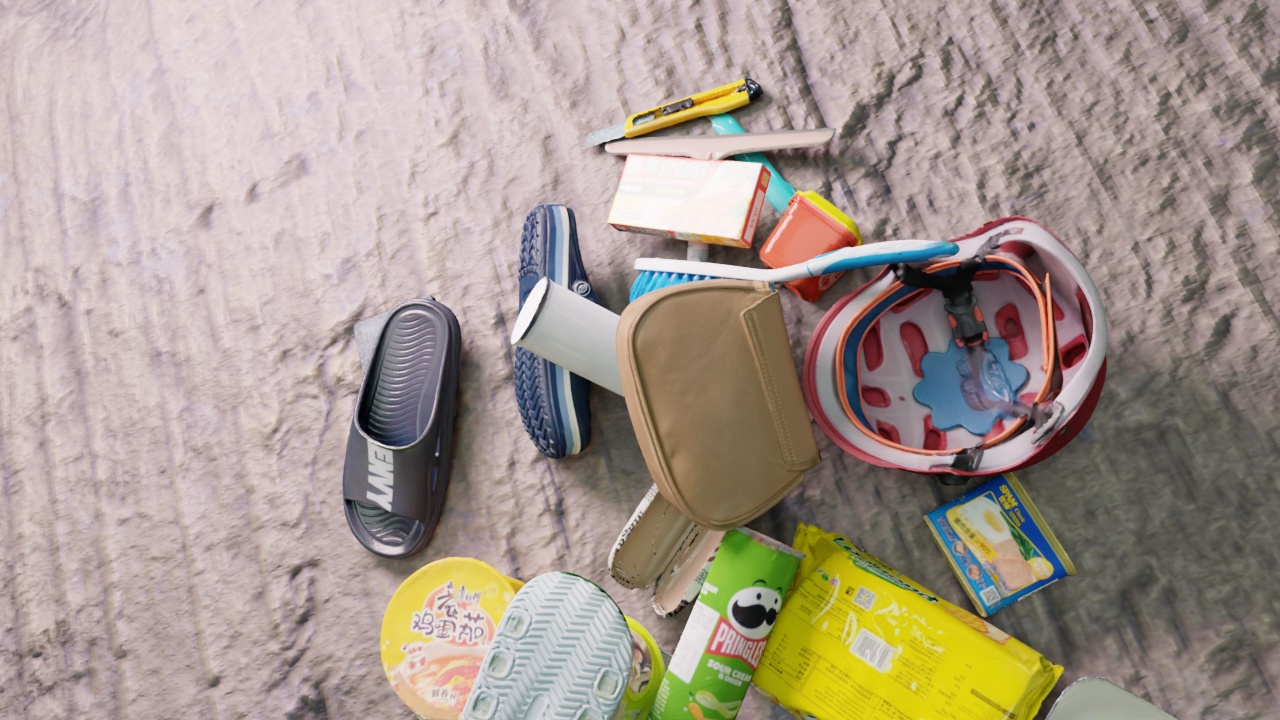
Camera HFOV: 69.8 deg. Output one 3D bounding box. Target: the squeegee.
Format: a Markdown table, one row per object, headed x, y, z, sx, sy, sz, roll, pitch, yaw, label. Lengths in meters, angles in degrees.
| x | y | z | sx | sy | sz | roll | pitch | yaw | label |
| --- | --- | --- | --- | --- | --- | --- | --- | --- | --- |
| 0.061 | -0.119 | 0.920 | 0.248 | 0.040 | 0.249 | 2 | 80 | 21 | squeegee |

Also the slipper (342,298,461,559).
| x | y | z | sx | sy | sz | roll | pitch | yaw | label |
| --- | --- | --- | --- | --- | --- | --- | --- | --- | --- |
| -0.250 | 0.064 | 0.921 | 0.111 | 0.083 | 0.268 | 8 | 85 | 12 | slipper |

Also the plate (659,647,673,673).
| x | y | z | sx | sy | sz | roll | pitch | yaw | label |
| --- | --- | --- | --- | --- | --- | --- | --- | --- | --- |
| -0.018 | 0.352 | 0.820 | 0.205 | 0.045 | 0.204 | -4 | 76 | 14 | plate |

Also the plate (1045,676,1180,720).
| x | y | z | sx | sy | sz | roll | pitch | yaw | label |
| --- | --- | --- | --- | --- | --- | --- | --- | --- | --- |
| 0.355 | 0.336 | 0.708 | 0.164 | 0.034 | 0.163 | 31 | 83 | -10 | plate |

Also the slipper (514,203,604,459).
| x | y | z | sx | sy | sz | roll | pitch | yaw | label |
| --- | --- | --- | --- | --- | --- | --- | --- | --- | --- |
| -0.073 | -0.029 | 0.912 | 0.095 | 0.105 | 0.252 | -1 | 83 | -19 | slipper |

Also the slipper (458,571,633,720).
| x | y | z | sx | sy | sz | roll | pitch | yaw | label |
| --- | --- | --- | --- | --- | --- | --- | --- | --- | --- |
| -0.085 | 0.274 | 0.660 | 0.104 | 0.074 | 0.244 | 25 | 67 | 11 | slipper |

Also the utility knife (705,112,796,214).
| x | y | z | sx | sy | sz | roll | pitch | yaw | label |
| --- | --- | --- | --- | --- | --- | --- | --- | --- | --- |
| 0.113 | -0.213 | 0.951 | 0.029 | 0.013 | 0.182 | -33 | 67 | 2 | utility knife |

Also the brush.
| x | y | z | sx | sy | sz | roll | pitch | yaw | label |
| --- | --- | --- | --- | --- | --- | --- | --- | --- | --- |
| 0.117 | -0.062 | 0.816 | 0.315 | 0.060 | 0.109 | 10 | 92 | 34 | brush |

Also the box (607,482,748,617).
| x | y | z | sx | sy | sz | roll | pitch | yaw | label |
| --- | --- | --- | --- | --- | --- | --- | --- | --- | --- |
| 0.040 | 0.149 | 0.841 | 0.086 | 0.075 | 0.162 | 34 | 88 | -10 | box |

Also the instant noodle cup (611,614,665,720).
| x | y | z | sx | sy | sz | roll | pitch | yaw | label |
| --- | --- | --- | --- | --- | --- | --- | --- | --- | --- |
| -0.047 | 0.265 | 0.760 | 0.112 | 0.123 | 0.111 | -4 | 74 | 14 | instant noodle cup |

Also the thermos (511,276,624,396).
| x | y | z | sx | sy | sz | roll | pitch | yaw | label |
| --- | --- | --- | --- | --- | --- | --- | --- | --- | --- |
| -0.005 | 0.005 | 0.842 | 0.224 | 0.073 | 0.073 | 27 | 82 | -17 | thermos |

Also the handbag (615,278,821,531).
| x | y | z | sx | sy | sz | roll | pitch | yaw | label |
| --- | --- | --- | --- | --- | --- | --- | --- | --- | --- |
| 0.062 | 0.032 | 0.774 | 0.147 | 0.100 | 0.204 | -18 | 99 | -11 | handbag |

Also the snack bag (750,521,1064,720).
| x | y | z | sx | sy | sz | roll | pitch | yaw | label |
| --- | --- | --- | --- | --- | --- | --- | --- | --- | --- |
| 0.204 | 0.256 | 0.762 | 0.247 | 0.068 | 0.158 | 28 | 84 | 28 | snack bag |

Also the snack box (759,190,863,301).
| x | y | z | sx | sy | sz | roll | pitch | yaw | label |
| --- | --- | --- | --- | --- | --- | --- | --- | --- | --- |
| 0.160 | -0.106 | 0.872 | 0.082 | 0.091 | 0.080 | 42 | 96 | 21 | snack box |

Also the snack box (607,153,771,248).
| x | y | z | sx | sy | sz | roll | pitch | yaw | label |
| --- | --- | --- | --- | --- | --- | --- | --- | --- | --- |
| 0.045 | -0.157 | 0.897 | 0.156 | 0.027 | 0.077 | 12 | 82 | 34 | snack box |

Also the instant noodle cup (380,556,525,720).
| x | y | z | sx | sy | sz | roll | pitch | yaw | label |
| --- | --- | --- | --- | --- | --- | --- | --- | --- | --- |
| -0.152 | 0.254 | 0.845 | 0.138 | 0.110 | 0.138 | -4 | 74 | 13 | instant noodle cup |

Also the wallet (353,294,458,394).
| x | y | z | sx | sy | sz | roll | pitch | yaw | label |
| --- | --- | --- | --- | --- | --- | --- | --- | --- | --- |
| -0.253 | -0.003 | 0.988 | 0.097 | 0.019 | 0.120 | -20 | 70 | 7 | wallet |

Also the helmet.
| x | y | z | sx | sy | sz | roll | pitch | yaw | label |
| --- | --- | --- | --- | --- | --- | --- | --- | --- | --- |
| 0.275 | 0.009 | 0.786 | 0.241 | 0.144 | 0.206 | -20 | 62 | 28 | helmet |

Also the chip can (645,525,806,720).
| x | y | z | sx | sy | sz | roll | pitch | yaw | label |
| --- | --- | --- | --- | --- | --- | --- | --- | --- | --- |
| 0.059 | 0.256 | 0.764 | 0.072 | 0.072 | 0.235 | 22 | 80 | 19 | chip can |

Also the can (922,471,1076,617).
| x | y | z | sx | sy | sz | roll | pitch | yaw | label |
| --- | --- | --- | --- | --- | --- | --- | --- | --- | --- |
| 0.303 | 0.156 | 0.783 | 0.083 | 0.057 | 0.102 | -30 | 70 | 8 | can |

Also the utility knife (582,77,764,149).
| x | y | z | sx | sy | sz | roll | pitch | yaw | label |
| --- | --- | --- | --- | --- | --- | --- | --- | --- | --- |
| 0.031 | -0.262 | 0.977 | 0.202 | 0.015 | 0.033 | -15 | 59 | 11 | utility knife |
